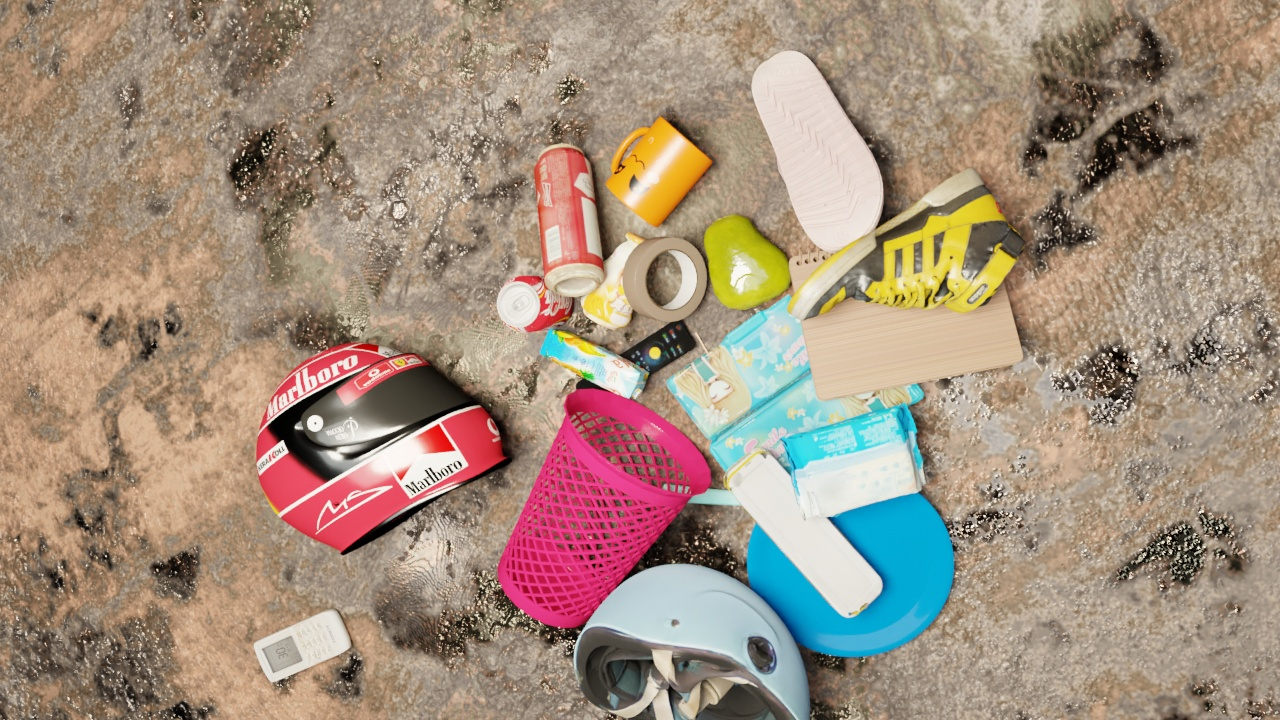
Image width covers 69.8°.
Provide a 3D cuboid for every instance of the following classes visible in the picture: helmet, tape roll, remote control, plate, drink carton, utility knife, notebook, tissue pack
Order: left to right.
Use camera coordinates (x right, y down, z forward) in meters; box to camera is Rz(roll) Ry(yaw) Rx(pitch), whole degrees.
[{"bbox_3d":[-0.451,0.380,1.226,0.139,0.025,0.060,-26,88,15],"label":"remote control"},{"bbox_3d":[-0.319,0.088,1.079,0.271,0.197,0.224,-31,87,7],"label":"helmet"},{"bbox_3d":[-0.052,0.004,1.061,0.129,0.044,0.038,26,99,17],"label":"drink carton"},{"bbox_3d":[-0.006,0.006,1.082,0.152,0.020,0.041,-32,84,14],"label":"remote control"},{"bbox_3d":[0.027,-0.091,1.029,0.093,0.030,0.094,-5,101,-29],"label":"tape roll"},{"bbox_3d":[0.072,0.326,1.004,0.265,0.166,0.226,34,139,-1],"label":"helmet"},{"bbox_3d":[0.081,0.160,1.075,0.120,0.015,0.022,3,104,13],"label":"utility knife"},{"bbox_3d":[0.233,0.224,1.028,0.224,0.024,0.224,2,103,8],"label":"plate"},{"bbox_3d":[0.223,0.106,0.958,0.144,0.062,0.093,-15,86,-4],"label":"tissue pack"},{"bbox_3d":[0.275,-0.059,0.970,0.210,0.022,0.169,-11,79,7],"label":"notebook"}]

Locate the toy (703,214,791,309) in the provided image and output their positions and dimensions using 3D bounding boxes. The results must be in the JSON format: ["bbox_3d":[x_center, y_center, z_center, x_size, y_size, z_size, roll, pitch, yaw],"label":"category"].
[{"bbox_3d":[0.115,-0.113,1.023,0.090,0.051,0.110,-24,86,13],"label":"toy"}]

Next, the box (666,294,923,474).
[{"bbox_3d":[0.166,0.031,1.016,0.227,0.039,0.182,-36,93,11],"label":"box"}]

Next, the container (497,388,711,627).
[{"bbox_3d":[-0.056,0.177,1.041,0.183,0.182,0.226,35,110,9],"label":"container"}]

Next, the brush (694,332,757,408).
[{"bbox_3d":[0.096,0.027,1.058,0.048,0.017,0.126,-30,87,15],"label":"brush"}]

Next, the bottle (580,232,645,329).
[{"bbox_3d":[-0.023,-0.092,1.056,0.063,0.063,0.109,30,100,10],"label":"bottle"}]

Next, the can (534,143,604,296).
[{"bbox_3d":[-0.082,-0.158,1.035,0.067,0.067,0.170,-14,68,15],"label":"can"}]

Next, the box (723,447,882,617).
[{"bbox_3d":[0.177,0.186,1.000,0.066,0.044,0.210,-42,94,1],"label":"box"}]

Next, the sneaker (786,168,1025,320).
[{"bbox_3d":[0.272,-0.081,0.917,0.238,0.086,0.122,-35,74,-2],"label":"sneaker"}]

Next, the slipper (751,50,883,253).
[{"bbox_3d":[0.193,-0.223,0.989,0.094,0.064,0.239,-24,71,14],"label":"slipper"}]

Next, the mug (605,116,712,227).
[{"bbox_3d":[0.012,-0.221,1.035,0.096,0.077,0.112,-49,52,13],"label":"mug"}]

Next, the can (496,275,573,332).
[{"bbox_3d":[-0.122,-0.066,1.060,0.064,0.104,0.064,1,95,14],"label":"can"}]
